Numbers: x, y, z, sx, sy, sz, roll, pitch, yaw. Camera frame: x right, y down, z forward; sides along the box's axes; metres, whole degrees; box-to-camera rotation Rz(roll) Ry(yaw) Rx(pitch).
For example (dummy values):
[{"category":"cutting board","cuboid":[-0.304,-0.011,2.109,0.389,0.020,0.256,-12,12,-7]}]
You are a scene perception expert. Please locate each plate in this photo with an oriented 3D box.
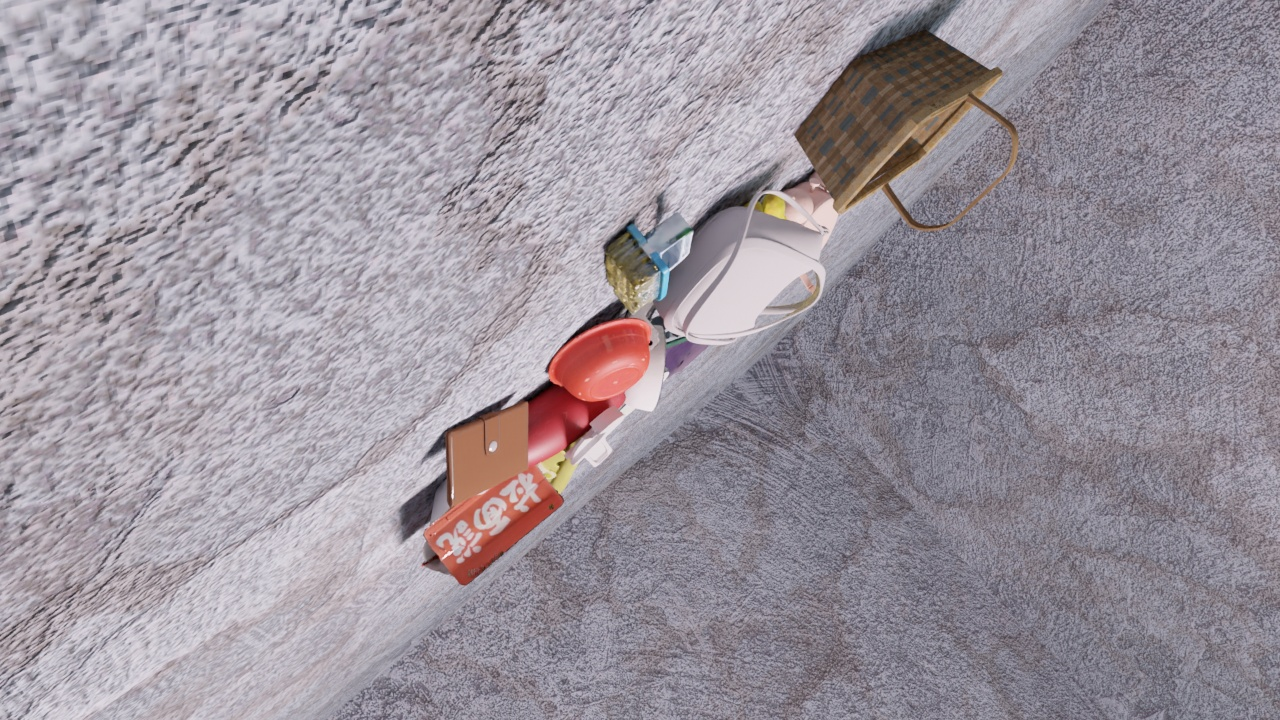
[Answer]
[{"category":"plate","cuboid":[-0.211,0.153,1.164,0.174,0.036,0.174,-41,172,-7]}]

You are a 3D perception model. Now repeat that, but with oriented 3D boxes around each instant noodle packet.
[{"category":"instant noodle packet","cuboid":[-0.209,0.209,1.186,0.164,0.084,0.221,-39,-177,-25]}]

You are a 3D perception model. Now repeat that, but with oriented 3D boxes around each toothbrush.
[{"category":"toothbrush","cuboid":[0.040,-0.018,1.295,0.189,0.017,0.016,-20,174,-5]}]

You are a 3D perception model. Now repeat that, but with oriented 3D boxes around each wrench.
[{"category":"wrench","cuboid":[-0.052,0.107,1.198,0.086,0.018,0.273,-44,171,-5]}]

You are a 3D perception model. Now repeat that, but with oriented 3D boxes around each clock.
[{"category":"clock","cuboid":[0.228,-0.176,1.270,0.130,0.086,0.161,-35,144,-38]}]

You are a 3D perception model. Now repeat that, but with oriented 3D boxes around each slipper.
[{"category":"slipper","cuboid":[-0.125,0.116,1.278,0.191,0.081,0.091,113,-18,-47]}]

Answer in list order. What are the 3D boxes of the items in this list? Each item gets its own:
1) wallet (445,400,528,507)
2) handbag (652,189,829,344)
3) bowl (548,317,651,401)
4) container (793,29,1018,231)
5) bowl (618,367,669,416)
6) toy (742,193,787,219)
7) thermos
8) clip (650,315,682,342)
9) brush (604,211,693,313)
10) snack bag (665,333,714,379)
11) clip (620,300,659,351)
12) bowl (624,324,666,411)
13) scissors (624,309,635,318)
[{"category":"wallet","cuboid":[-0.162,0.099,0.989,0.120,0.013,0.087,-22,121,-52]},{"category":"handbag","cuboid":[0.145,-0.093,1.080,0.222,0.095,0.216,8,137,-38]},{"category":"bowl","cuboid":[-0.037,0.008,1.048,0.130,0.045,0.131,-23,156,-11]},{"category":"container","cuboid":[0.310,-0.244,1.018,0.249,0.186,0.158,-34,169,-44]},{"category":"bowl","cuboid":[-0.020,0.033,1.352,0.118,0.062,0.118,-41,171,-8]},{"category":"toy","cuboid":[0.132,-0.124,1.176,0.133,0.092,0.208,-25,154,-33]},{"category":"thermos","cuboid":[-0.119,0.082,1.101,0.239,0.073,0.073,-36,170,-35]},{"category":"clip","cuboid":[0.034,-0.043,1.297,0.106,0.028,0.163,-17,173,6]},{"category":"brush","cuboid":[0.010,-0.090,0.871,0.075,0.055,0.136,-36,172,-7]},{"category":"snack bag","cuboid":[0.087,-0.048,1.454,0.206,0.058,0.096,-47,170,37]},{"category":"clip","cuboid":[-0.006,-0.039,1.119,0.102,0.054,0.057,-42,-150,-6]},{"category":"bowl","cuboid":[-0.007,0.007,1.195,0.113,0.063,0.113,-174,-89,-81]},{"category":"scissors","cuboid":[0.010,-0.086,1.021,0.150,0.019,0.130,-46,171,18]}]
